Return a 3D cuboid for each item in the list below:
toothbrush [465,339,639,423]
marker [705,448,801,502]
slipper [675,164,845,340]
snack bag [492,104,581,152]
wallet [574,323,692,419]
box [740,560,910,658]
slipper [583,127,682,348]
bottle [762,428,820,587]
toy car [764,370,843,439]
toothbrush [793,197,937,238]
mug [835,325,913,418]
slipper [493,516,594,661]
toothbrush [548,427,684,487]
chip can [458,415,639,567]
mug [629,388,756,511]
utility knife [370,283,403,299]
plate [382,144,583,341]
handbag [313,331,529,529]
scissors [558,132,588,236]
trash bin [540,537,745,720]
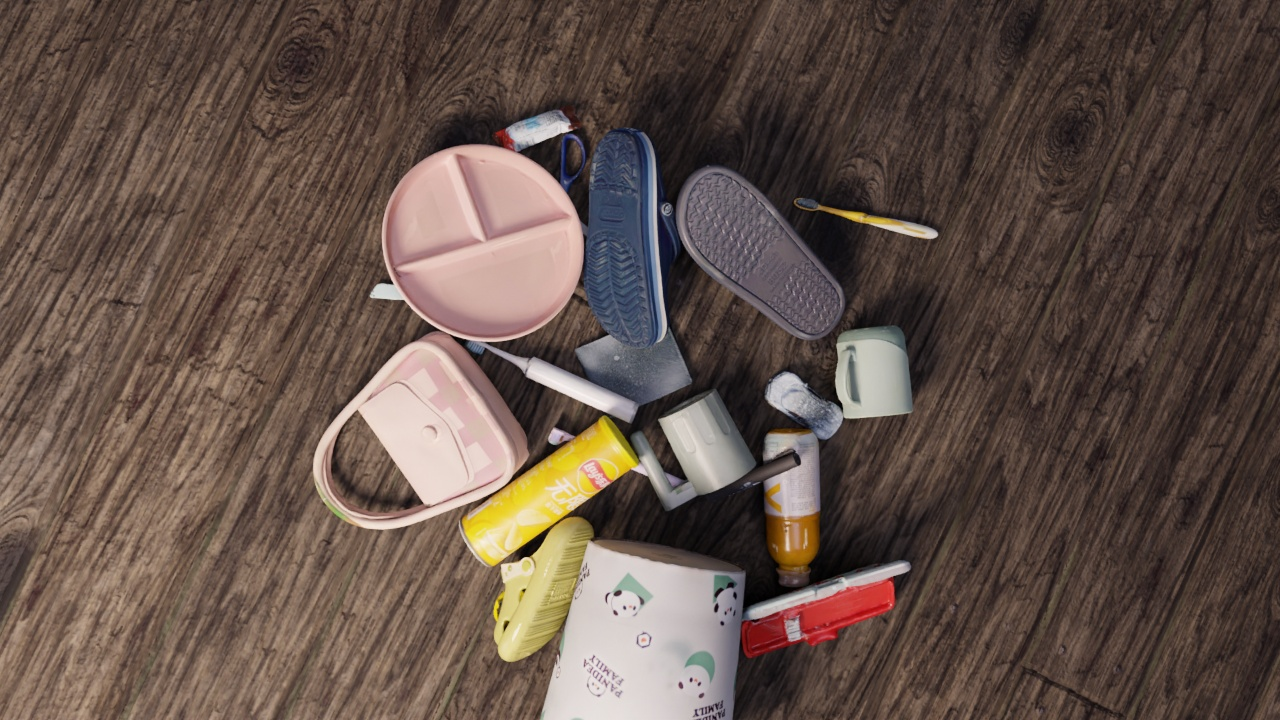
[{"bbox_3d":[-0.106,0.019,1.092,0.221,0.026,0.026,24,98,2],"label":"toothbrush"},{"bbox_3d":[0.133,0.139,1.097,0.132,0.020,0.022,-29,59,33],"label":"marker"},{"bbox_3d":[0.135,-0.125,1.106,0.268,0.083,0.110,40,91,-24],"label":"slipper"},{"bbox_3d":[-0.123,-0.274,1.089,0.105,0.026,0.045,-23,54,-4],"label":"snack bag"},{"bbox_3d":[-0.007,0.007,1.117,0.120,0.019,0.097,-23,93,-7],"label":"wallet"},{"bbox_3d":[0.215,0.289,1.096,0.201,0.161,0.060,-16,54,-7],"label":"box"},{"bbox_3d":[-0.005,-0.143,1.079,0.095,0.105,0.253,-13,103,-42],"label":"slipper"},{"bbox_3d":[0.185,0.179,1.117,0.068,0.068,0.189,-2,92,-7],"label":"bottle"},{"bbox_3d":[0.203,0.055,1.135,0.105,0.031,0.049,35,87,-5],"label":"toy car"},{"bbox_3d":[0.283,-0.178,1.145,0.191,0.018,0.016,12,91,-7],"label":"toothbrush"},{"bbox_3d":[0.273,0.014,1.108,0.111,0.082,0.106,-6,90,-40],"label":"mug"},{"bbox_3d":[-0.122,0.261,1.086,0.082,0.091,0.190,30,99,33],"label":"slipper"},{"bbox_3d":[-0.021,0.124,1.117,0.189,0.029,0.021,22,51,-8],"label":"toothbrush"},{"bbox_3d":[-0.106,0.152,1.068,0.213,0.072,0.072,-35,95,2],"label":"chip can"},{"bbox_3d":[0.061,0.106,1.094,0.124,0.084,0.103,-27,92,-6],"label":"mug"},{"bbox_3d":[-0.223,-0.075,1.089,0.191,0.018,0.034,4,92,-5],"label":"utility knife"},{"bbox_3d":[-0.178,-0.133,1.051,0.229,0.028,0.229,3,82,-19],"label":"plate"},{"bbox_3d":[-0.267,0.098,1.063,0.234,0.093,0.193,-33,94,3],"label":"handbag"},{"bbox_3d":[-0.105,-0.194,1.103,0.176,0.012,0.162,25,89,-9],"label":"scissors"},{"bbox_3d":[0.007,0.342,1.031,0.229,0.230,0.251,11,85,-7],"label":"trash bin"}]
